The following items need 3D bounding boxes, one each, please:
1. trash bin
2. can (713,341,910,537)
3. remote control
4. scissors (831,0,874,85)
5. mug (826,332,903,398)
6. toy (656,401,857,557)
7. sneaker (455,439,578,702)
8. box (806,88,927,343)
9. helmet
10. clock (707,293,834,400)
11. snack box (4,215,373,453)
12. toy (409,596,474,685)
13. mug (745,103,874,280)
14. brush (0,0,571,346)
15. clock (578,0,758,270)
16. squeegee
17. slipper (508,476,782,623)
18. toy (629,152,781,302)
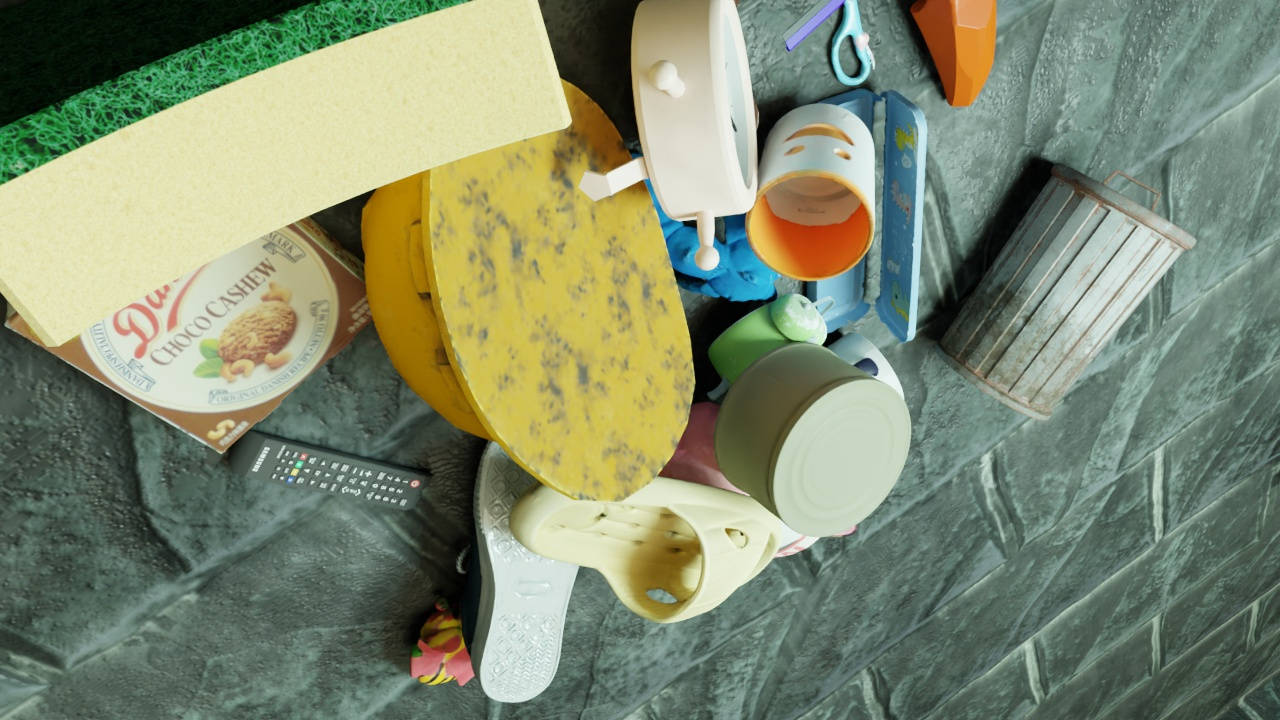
[{"bbox_3d":[0.375,-0.067,0.818,0.130,0.130,0.211,14,116,-37],"label":"trash bin"},{"bbox_3d":[0.127,0.058,0.677,0.127,0.073,0.128,-12,116,-26],"label":"can"},{"bbox_3d":[-0.216,0.079,0.655,0.146,0.015,0.033,22,110,-39],"label":"remote control"},{"bbox_3d":[0.161,-0.263,0.629,0.119,0.015,0.139,-32,138,-7],"label":"scissors"},{"bbox_3d":[0.165,0.029,0.785,0.097,0.078,0.112,-33,167,-6],"label":"mug"},{"bbox_3d":[0.089,0.115,0.807,0.142,0.084,0.213,-25,133,27],"label":"toy"},{"bbox_3d":[-0.101,0.154,0.734,0.089,0.087,0.235,4,98,-24],"label":"sneaker"},{"bbox_3d":[0.180,-0.101,0.715,0.072,0.079,0.211,-24,131,-18],"label":"box"},{"bbox_3d":[-0.083,-0.037,0.559,0.204,0.132,0.255,-54,129,-41],"label":"helmet"},{"bbox_3d":[0.103,-0.014,0.730,0.119,0.042,0.094,-34,165,10],"label":"clock"},{"bbox_3d":[-0.250,-0.036,0.533,0.143,0.041,0.147,-40,133,2],"label":"snack box"},{"bbox_3d":[-0.162,0.245,0.791,0.084,0.046,0.104,-11,133,-40],"label":"toy"},{"bbox_3d":[0.119,-0.117,0.628,0.082,0.105,0.082,8,131,9],"label":"mug"},{"bbox_3d":[-0.173,-0.129,0.406,0.250,0.195,0.075,-26,132,-12],"label":"brush"},{"bbox_3d":[0.025,-0.152,0.552,0.086,0.160,0.131,0,135,20],"label":"clock"},{"bbox_3d":[0.221,-0.241,0.642,0.249,0.055,0.185,-42,149,0],"label":"squeegee"},{"bbox_3d":[0.021,0.146,0.689,0.261,0.079,0.111,23,120,-38],"label":"slipper"},{"bbox_3d":[0.049,-0.070,0.669,0.176,0.071,0.113,15,103,-37],"label":"toy"}]
